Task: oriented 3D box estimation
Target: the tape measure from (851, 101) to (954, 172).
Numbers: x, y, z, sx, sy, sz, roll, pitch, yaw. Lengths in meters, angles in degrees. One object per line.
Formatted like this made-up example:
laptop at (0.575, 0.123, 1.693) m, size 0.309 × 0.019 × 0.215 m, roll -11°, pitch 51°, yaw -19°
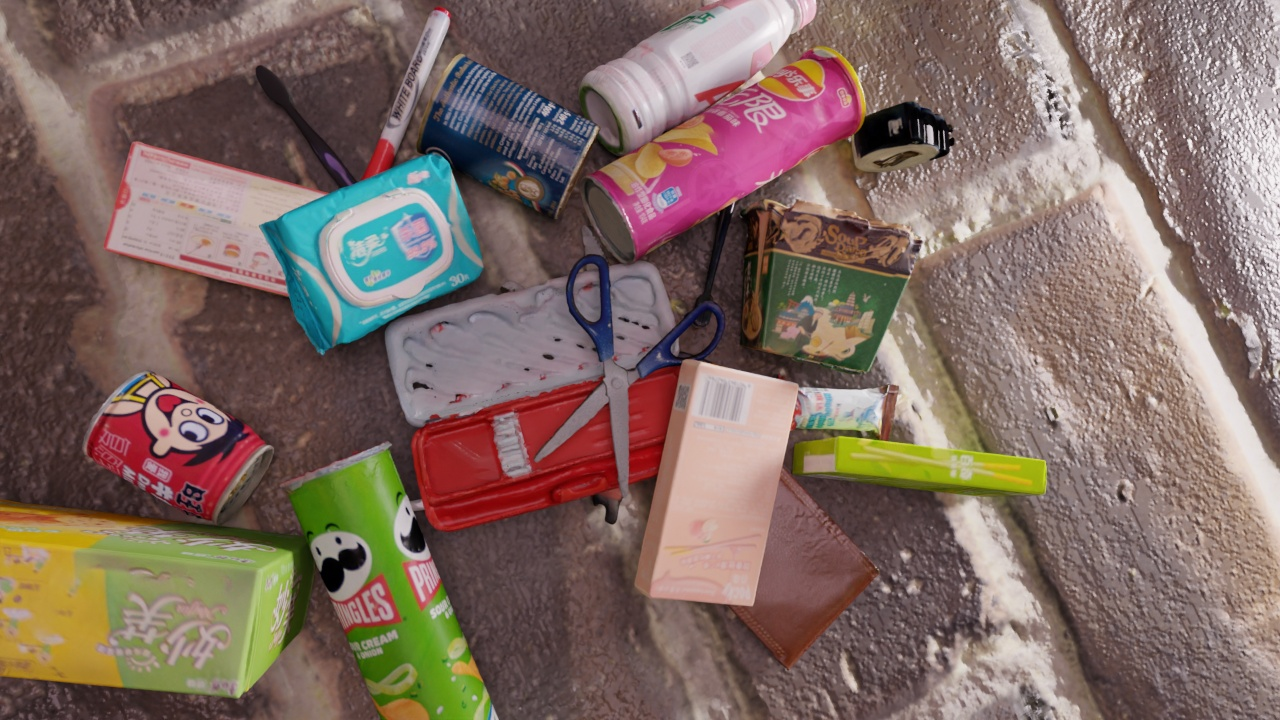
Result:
tape measure at (0.196, -0.169, 0.705) m, size 0.065 × 0.066 × 0.033 m, roll 3°, pitch 80°, yaw -45°

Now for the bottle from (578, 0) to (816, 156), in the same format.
bottle at (0.049, -0.228, 0.690) m, size 0.196 × 0.068 × 0.068 m, roll -35°, pitch 89°, yaw -16°

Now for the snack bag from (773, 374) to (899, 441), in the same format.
snack bag at (0.144, 0.036, 0.690) m, size 0.104 × 0.026 × 0.048 m, roll 7°, pitch 93°, yaw -8°

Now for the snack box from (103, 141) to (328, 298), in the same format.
snack box at (-0.275, -0.091, 0.630) m, size 0.155 × 0.027 × 0.077 m, roll 15°, pitch 88°, yaw -8°

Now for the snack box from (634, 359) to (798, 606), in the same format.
snack box at (0.052, 0.083, 0.618) m, size 0.084 × 0.026 × 0.157 m, roll 12°, pitch 90°, yaw -27°

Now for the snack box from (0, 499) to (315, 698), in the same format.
snack box at (-0.312, 0.131, 0.532) m, size 0.210 × 0.158 × 0.070 m, roll 8°, pitch 84°, yaw -9°

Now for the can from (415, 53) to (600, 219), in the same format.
can at (-0.091, -0.157, 0.650) m, size 0.111 × 0.075 × 0.075 m, roll 26°, pitch 79°, yaw -6°

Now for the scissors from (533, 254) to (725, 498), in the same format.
scissors at (-0.012, 0.002, 0.623) m, size 0.162 × 0.012 × 0.174 m, roll -21°, pitch 78°, yaw -15°

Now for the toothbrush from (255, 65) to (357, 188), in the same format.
toothbrush at (-0.216, -0.134, 0.661) m, size 0.014 × 0.017 × 0.189 m, roll -37°, pitch 93°, yaw -3°

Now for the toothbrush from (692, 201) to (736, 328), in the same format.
toothbrush at (0.064, -0.109, 0.703) m, size 0.015 × 0.018 × 0.181 m, roll 15°, pitch 78°, yaw -2°

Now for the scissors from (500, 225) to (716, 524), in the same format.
scissors at (-0.005, 0.007, 0.673) m, size 0.189 × 0.015 × 0.225 m, roll -2°, pitch 83°, yaw -10°

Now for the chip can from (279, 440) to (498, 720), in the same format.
chip can at (-0.151, 0.172, 0.588) m, size 0.072 × 0.072 × 0.236 m, roll -22°, pitch 92°, yaw -12°

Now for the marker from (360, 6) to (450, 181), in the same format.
marker at (-0.170, -0.193, 0.672) m, size 0.017 × 0.017 × 0.145 m, roll 20°, pitch 80°, yaw -7°

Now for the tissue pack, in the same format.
tissue pack at (-0.177, -0.073, 0.612) m, size 0.133 × 0.050 × 0.093 m, roll -31°, pitch 112°, yaw -24°

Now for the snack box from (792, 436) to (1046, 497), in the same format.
snack box at (0.198, 0.078, 0.663) m, size 0.156 × 0.086 × 0.026 m, roll 8°, pitch 80°, yaw -8°

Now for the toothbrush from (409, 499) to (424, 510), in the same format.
toothbrush at (-0.134, 0.098, 0.639) m, size 0.180 × 0.016 × 0.016 m, roll -7°, pitch 86°, yaw -11°

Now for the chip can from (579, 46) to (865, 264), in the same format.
chip can at (0.061, -0.149, 0.664) m, size 0.210 × 0.071 × 0.071 m, roll -33°, pitch 89°, yaw -16°

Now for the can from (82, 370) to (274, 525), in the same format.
can at (-0.295, 0.057, 0.591) m, size 0.094 × 0.066 × 0.066 m, roll 32°, pitch 78°, yaw -4°

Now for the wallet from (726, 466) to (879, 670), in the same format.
wallet at (0.098, 0.146, 0.667) m, size 0.101 × 0.032 × 0.124 m, roll -44°, pitch 91°, yaw -9°

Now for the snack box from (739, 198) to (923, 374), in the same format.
snack box at (0.125, -0.050, 0.664) m, size 0.118 × 0.117 × 0.105 m, roll 13°, pitch 92°, yaw -5°

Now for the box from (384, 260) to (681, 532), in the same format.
box at (-0.064, 0.022, 0.638) m, size 0.201 × 0.039 × 0.158 m, roll -14°, pitch 72°, yaw -11°
